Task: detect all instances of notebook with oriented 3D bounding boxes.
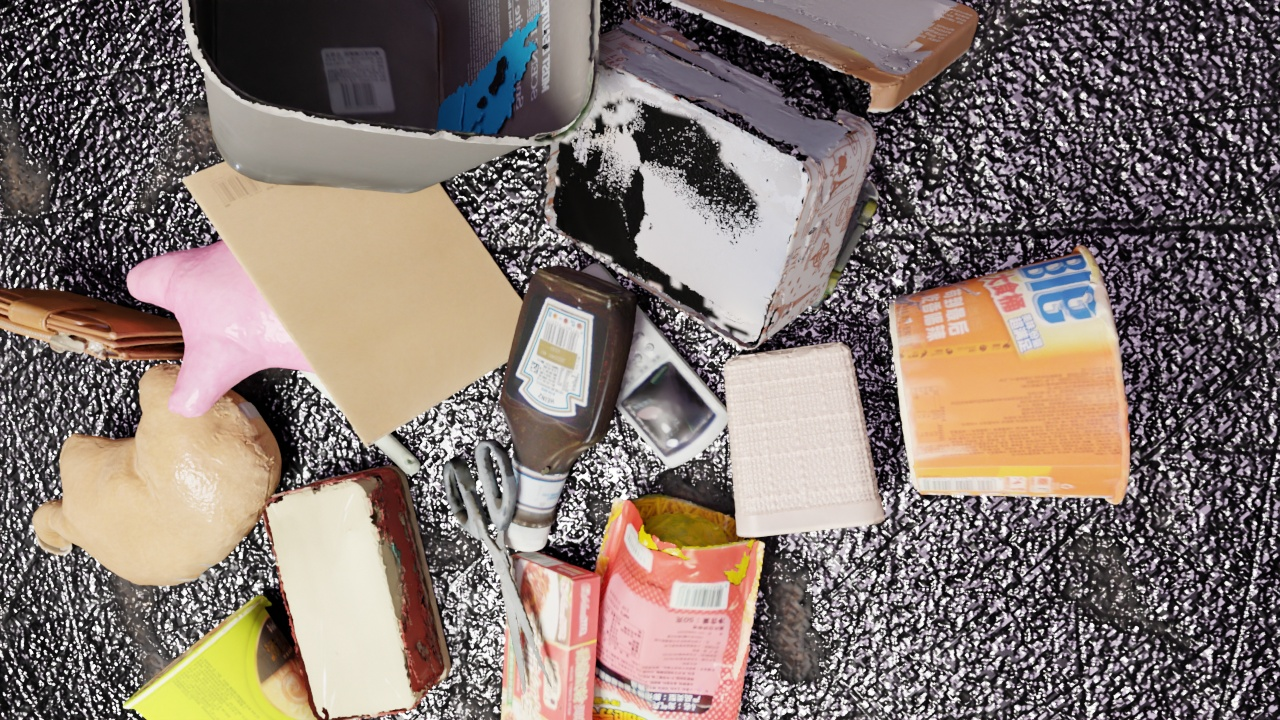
[{"bbox_3d":[-0.181,-0.067,0.621,0.149,0.012,0.211,-34,87,-30],"label":"notebook"}]

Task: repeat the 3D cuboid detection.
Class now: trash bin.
[{"bbox_3d":[-0.155,-0.197,0.525,0.198,0.220,0.199,0,86,-27],"label":"trash bin"}]

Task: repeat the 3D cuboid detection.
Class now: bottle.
[{"bbox_3d":[-0.059,0.037,0.624,0.080,0.044,0.195,23,108,24],"label":"bottle"}]

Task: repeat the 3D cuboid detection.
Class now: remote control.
[{"bbox_3d":[-0.004,0.004,0.637,0.058,0.021,0.150,-42,86,9],"label":"remote control"}]

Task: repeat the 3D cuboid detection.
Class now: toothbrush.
[{"bbox_3d":[-0.232,0.016,0.677,0.189,0.029,0.020,44,141,3],"label":"toothbrush"}]

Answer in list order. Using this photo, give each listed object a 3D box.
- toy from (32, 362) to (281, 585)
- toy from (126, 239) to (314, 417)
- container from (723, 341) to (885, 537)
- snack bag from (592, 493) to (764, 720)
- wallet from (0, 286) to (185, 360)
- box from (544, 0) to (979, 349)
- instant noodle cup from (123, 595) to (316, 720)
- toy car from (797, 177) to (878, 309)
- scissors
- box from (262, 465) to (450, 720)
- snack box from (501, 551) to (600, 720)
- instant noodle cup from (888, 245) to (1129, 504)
[{"bbox_3d":[-0.365,0.106,0.678,0.226,0.082,0.143,-36,87,14],"label":"toy"},{"bbox_3d":[-0.250,-0.037,0.634,0.178,0.075,0.194,42,72,7],"label":"toy"},{"bbox_3d":[0.102,0.047,0.590,0.090,0.090,0.111,-8,89,10],"label":"container"},{"bbox_3d":[0.014,0.203,0.629,0.129,0.073,0.208,13,103,15],"label":"snack bag"},{"bbox_3d":[-0.397,-0.027,0.656,0.132,0.107,0.031,14,93,9],"label":"wallet"},{"bbox_3d":[0.067,-0.140,0.571,0.181,0.204,0.158,31,140,23],"label":"box"},{"bbox_3d":[-0.280,0.252,0.661,0.112,0.111,0.123,-37,96,9],"label":"instant noodle cup"},{"bbox_3d":[0.122,-0.081,0.604,0.042,0.035,0.090,28,99,5],"label":"toy car"},{"bbox_3d":[-0.096,0.134,0.627,0.163,0.014,0.166,38,124,39],"label":"scissors"},{"bbox_3d":[-0.202,0.166,0.651,0.091,0.077,0.168,-13,92,10],"label":"box"},{"bbox_3d":[-0.064,0.216,0.637,0.075,0.025,0.153,7,95,48],"label":"snack box"},{"bbox_3d":[0.213,0.014,0.545,0.111,0.151,0.151,-8,92,18],"label":"instant noodle cup"}]
